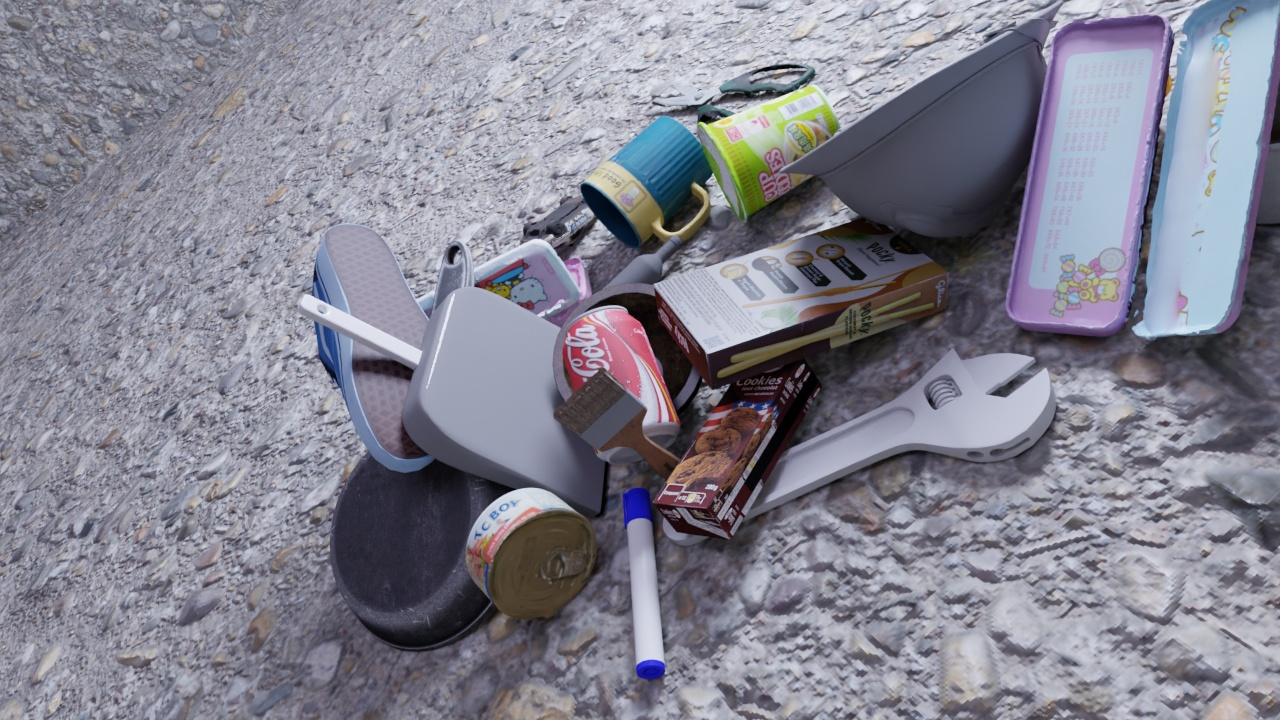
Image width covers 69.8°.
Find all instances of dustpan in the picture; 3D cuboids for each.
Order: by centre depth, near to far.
[{"bbox_3d":[-0.135,0.009,0.707,0.033,0.257,0.162,-41,32,37],"label":"dustpan"}]

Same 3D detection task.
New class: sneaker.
[{"bbox_3d":[-0.217,0.003,0.754,0.241,0.083,0.098,63,140,31],"label":"sneaker"}]

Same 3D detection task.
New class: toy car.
[{"bbox_3d":[-0.079,-0.143,0.967,0.049,0.040,0.112,5,37,40],"label":"toy car"}]

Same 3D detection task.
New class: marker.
[{"bbox_3d":[0.001,0.149,0.632,0.020,0.020,0.141,-23,41,17],"label":"marker"}]

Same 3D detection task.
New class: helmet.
[{"bbox_3d":[0.235,-0.158,0.687,0.270,0.117,0.184,-32,4,-29],"label":"helmet"}]

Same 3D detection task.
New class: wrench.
[{"bbox_3d":[0.137,0.069,0.611,0.274,0.018,0.086,-28,40,14],"label":"wrench"}]

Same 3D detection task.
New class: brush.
[{"bbox_3d":[0.002,0.057,0.623,0.045,0.143,0.008,-43,39,7],"label":"brush"}]

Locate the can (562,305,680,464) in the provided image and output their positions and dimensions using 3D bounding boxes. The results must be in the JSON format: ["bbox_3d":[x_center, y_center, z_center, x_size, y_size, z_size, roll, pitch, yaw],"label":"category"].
[{"bbox_3d":[-0.016,0.018,0.670,0.064,0.064,0.104,-26,69,14],"label":"can"}]

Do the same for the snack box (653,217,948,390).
[{"bbox_3d":[0.115,-0.047,0.675,0.186,0.032,0.101,-19,38,-11],"label":"snack box"}]

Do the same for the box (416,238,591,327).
[{"bbox_3d":[-0.154,-0.054,0.883,0.202,0.102,0.086,-26,43,14],"label":"box"}]

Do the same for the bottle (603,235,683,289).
[{"bbox_3d":[-0.004,-0.074,0.845,0.113,0.030,0.030,-44,39,-7],"label":"bottle"}]

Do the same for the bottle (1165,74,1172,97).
[{"bbox_3d":[0.334,-0.165,0.653,0.108,0.063,0.063,-49,40,-14],"label":"bottle"}]

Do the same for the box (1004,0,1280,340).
[{"bbox_3d":[0.312,-0.119,0.569,0.150,0.048,0.214,5,82,57],"label":"box"}]

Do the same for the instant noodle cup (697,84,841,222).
[{"bbox_3d":[0.120,-0.191,0.823,0.108,0.099,0.098,-25,40,2],"label":"instant noodle cup"}]

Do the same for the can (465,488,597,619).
[{"bbox_3d":[-0.077,0.136,0.651,0.086,0.086,0.043,-47,38,-12],"label":"can"}]

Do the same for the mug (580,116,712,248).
[{"bbox_3d":[0.018,-0.164,0.890,0.107,0.083,0.113,-43,68,-12],"label":"mug"}]

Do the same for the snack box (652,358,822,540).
[{"bbox_3d":[0.070,0.057,0.639,0.051,0.032,0.140,-3,42,48],"label":"snack box"}]

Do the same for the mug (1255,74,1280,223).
[{"bbox_3d":[0.393,-0.145,0.584,0.084,0.070,0.113,-32,39,7],"label":"mug"}]

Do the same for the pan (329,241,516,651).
[{"bbox_3d":[-0.174,0.054,0.759,0.188,0.055,0.356,-11,68,26],"label":"pan"}]

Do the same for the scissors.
[{"bbox_3d":[0.075,-0.266,0.987,0.210,0.015,0.146,6,58,40],"label":"scissors"}]

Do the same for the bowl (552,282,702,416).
[{"bbox_3d":[-0.004,0.004,0.738,0.121,0.056,0.121,-4,72,12],"label":"bowl"}]
